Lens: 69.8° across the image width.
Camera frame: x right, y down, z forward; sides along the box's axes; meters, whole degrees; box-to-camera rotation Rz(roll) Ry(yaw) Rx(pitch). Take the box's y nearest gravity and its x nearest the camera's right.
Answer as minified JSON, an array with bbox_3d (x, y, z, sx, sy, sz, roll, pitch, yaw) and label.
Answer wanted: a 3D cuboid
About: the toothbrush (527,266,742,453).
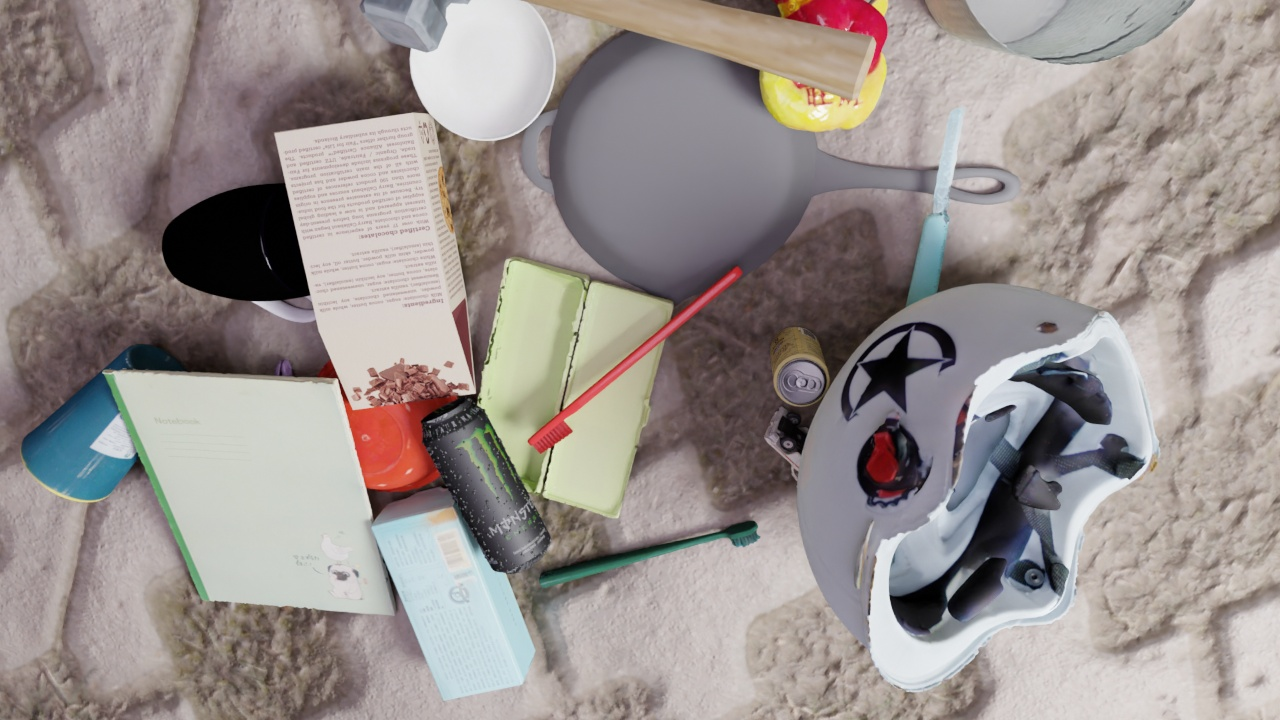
[{"bbox_3d":[-0.004,0.004,0.684,0.213,0.012,0.018,-40,96,17],"label":"toothbrush"}]

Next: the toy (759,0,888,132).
[{"bbox_3d":[0.116,-0.217,0.599,0.105,0.067,0.137,-26,100,-11],"label":"toy"}]

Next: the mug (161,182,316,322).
[{"bbox_3d":[-0.291,-0.073,0.692,0.100,0.084,0.119,-3,136,17],"label":"mug"}]

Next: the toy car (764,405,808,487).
[{"bbox_3d":[0.137,0.088,0.711,0.113,0.039,0.039,42,128,-6],"label":"toy car"}]

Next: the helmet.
[{"bbox_3d":[0.199,0.071,0.614,0.236,0.164,0.264,31,92,-41],"label":"helmet"}]

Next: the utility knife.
[{"bbox_3d":[0.208,-0.089,0.647,0.022,0.015,0.177,6,116,6],"label":"utility knife"}]

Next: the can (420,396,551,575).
[{"bbox_3d":[-0.119,0.098,0.709,0.054,0.053,0.138,-23,102,12],"label":"can"}]

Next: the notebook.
[{"bbox_3d":[-0.306,0.114,0.742,0.182,0.010,0.253,3,125,6],"label":"notebook"}]

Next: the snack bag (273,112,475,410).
[{"bbox_3d":[-0.185,-0.068,0.670,0.094,0.069,0.206,-8,105,1],"label":"snack bag"}]

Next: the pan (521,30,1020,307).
[{"bbox_3d":[0.089,-0.135,0.652,0.354,0.024,0.217,5,107,4],"label":"pan"}]

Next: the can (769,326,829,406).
[{"bbox_3d":[0.114,0.004,0.663,0.038,0.079,0.038,2,107,6],"label":"can"}]

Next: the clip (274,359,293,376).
[{"bbox_3d":[-0.295,0.026,0.751,0.046,0.014,0.050,-19,107,14],"label":"clip"}]

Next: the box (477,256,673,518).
[{"bbox_3d":[-0.058,0.024,0.716,0.137,0.024,0.187,15,108,8],"label":"box"}]

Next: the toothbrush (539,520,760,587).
[{"bbox_3d":[0.006,0.163,0.758,0.190,0.016,0.017,-16,109,11],"label":"toothbrush"}]

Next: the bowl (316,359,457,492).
[{"bbox_3d":[-0.211,0.053,0.732,0.130,0.045,0.131,2,107,6],"label":"bowl"}]

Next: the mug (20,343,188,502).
[{"bbox_3d":[-0.425,0.047,0.742,0.121,0.078,0.078,-41,99,11],"label":"mug"}]

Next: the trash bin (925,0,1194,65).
[{"bbox_3d":[0.231,-0.239,0.532,0.133,0.161,0.133,2,107,5],"label":"trash bin"}]

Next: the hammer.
[{"bbox_3d":[-0.016,-0.224,0.574,0.323,0.051,0.117,19,83,12],"label":"hammer"}]

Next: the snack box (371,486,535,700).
[{"bbox_3d":[-0.154,0.193,0.766,0.075,0.053,0.175,-16,103,10],"label":"snack box"}]

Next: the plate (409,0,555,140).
[{"bbox_3d":[-0.109,-0.210,0.650,0.104,0.026,0.104,2,107,7],"label":"plate"}]
